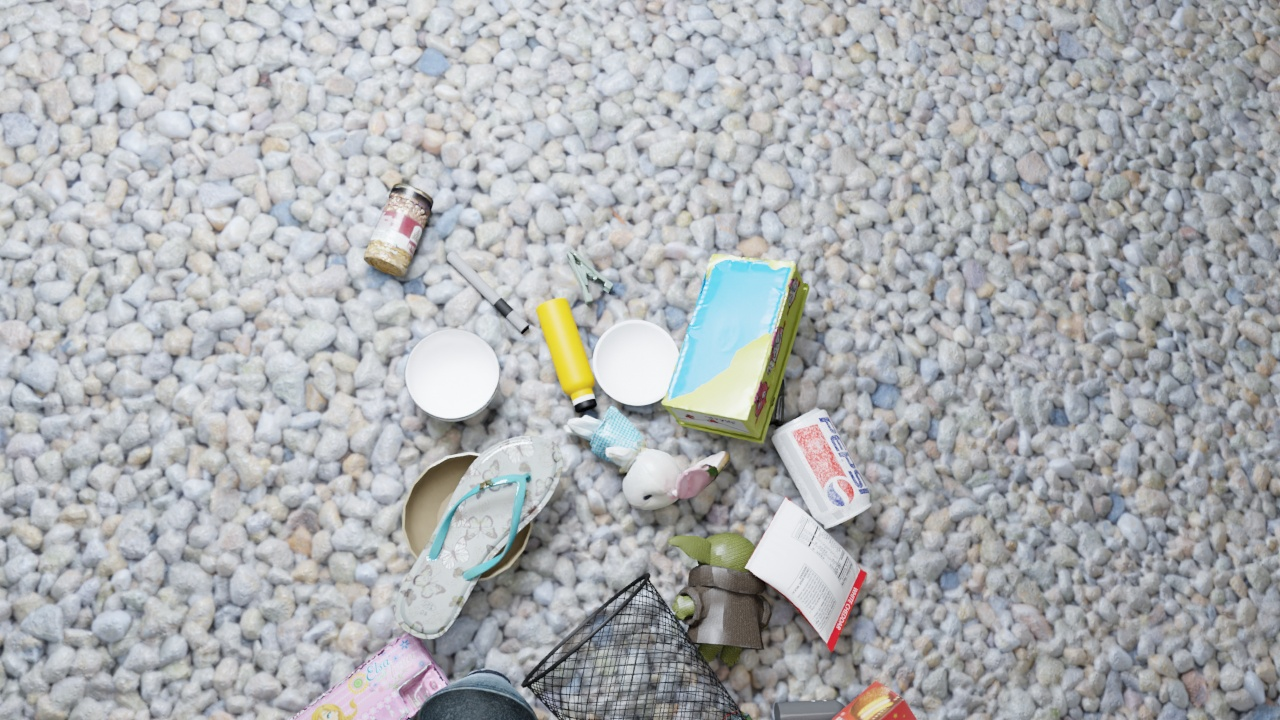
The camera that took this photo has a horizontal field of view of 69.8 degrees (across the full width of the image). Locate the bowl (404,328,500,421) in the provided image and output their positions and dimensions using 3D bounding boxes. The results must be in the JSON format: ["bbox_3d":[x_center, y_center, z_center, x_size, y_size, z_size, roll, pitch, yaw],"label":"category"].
[{"bbox_3d":[-0.229,0.022,1.130,0.113,0.063,0.113,1,77,-6],"label":"bowl"}]

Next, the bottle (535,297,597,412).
[{"bbox_3d":[-0.091,-0.005,1.163,0.043,0.043,0.143,-18,79,-11],"label":"bottle"}]

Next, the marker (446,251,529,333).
[{"bbox_3d":[-0.197,-0.088,1.185,0.140,0.016,0.016,44,76,5],"label":"marker"}]

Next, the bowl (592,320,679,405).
[{"bbox_3d":[-0.007,0.007,1.171,0.110,0.041,0.109,1,76,-6],"label":"bowl"}]

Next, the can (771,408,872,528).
[{"bbox_3d":[0.227,0.134,1.149,0.078,0.078,0.136,-26,81,-12],"label":"can"}]

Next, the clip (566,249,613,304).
[{"bbox_3d":[-0.072,-0.114,1.202,0.059,0.023,0.076,-35,85,-15],"label":"clip"}]

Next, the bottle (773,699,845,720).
[{"bbox_3d":[0.219,0.424,1.103,0.113,0.030,0.030,0,77,-7],"label":"bottle"}]

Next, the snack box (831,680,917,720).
[{"bbox_3d":[0.229,0.493,1.057,0.236,0.060,0.113,-35,103,-14],"label":"snack box"}]

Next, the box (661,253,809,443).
[{"bbox_3d":[0.122,-0.020,1.149,0.124,0.081,0.220,8,68,27],"label":"box"}]

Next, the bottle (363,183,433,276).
[{"bbox_3d":[-0.308,-0.166,1.169,0.056,0.056,0.105,18,75,-2],"label":"bottle"}]

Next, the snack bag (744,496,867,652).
[{"bbox_3d":[0.205,0.254,1.113,0.144,0.039,0.130,44,47,-3],"label":"snack bag"}]

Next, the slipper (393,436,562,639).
[{"bbox_3d":[-0.190,0.191,1.047,0.098,0.055,0.268,36,77,5],"label":"slipper"}]

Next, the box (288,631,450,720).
[{"bbox_3d":[-0.331,0.407,1.031,0.230,0.053,0.084,-36,83,-13],"label":"box"}]

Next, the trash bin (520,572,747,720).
[{"bbox_3d":[0.006,0.377,1.010,0.184,0.184,0.210,-39,84,-14],"label":"trash bin"}]

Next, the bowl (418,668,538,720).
[{"bbox_3d":[-0.178,0.390,1.041,0.137,0.137,0.057,11,36,-4],"label":"bowl"}]

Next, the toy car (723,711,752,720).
[{"bbox_3d":[0.127,0.458,1.081,0.042,0.036,0.091,-30,82,-12],"label":"toy car"}]

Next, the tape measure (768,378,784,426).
[{"bbox_3d":[0.152,0.051,1.181,0.064,0.037,0.065,4,74,-6],"label":"tape measure"}]

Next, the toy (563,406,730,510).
[{"bbox_3d":[-0.007,0.127,1.120,0.205,0.131,0.106,22,95,11],"label":"toy"}]

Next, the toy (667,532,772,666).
[{"bbox_3d":[0.101,0.283,1.097,0.179,0.078,0.152,15,69,-28],"label":"toy"}]

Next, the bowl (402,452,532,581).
[{"bbox_3d":[-0.205,0.189,1.099,0.152,0.050,0.152,2,76,-6],"label":"bowl"}]
